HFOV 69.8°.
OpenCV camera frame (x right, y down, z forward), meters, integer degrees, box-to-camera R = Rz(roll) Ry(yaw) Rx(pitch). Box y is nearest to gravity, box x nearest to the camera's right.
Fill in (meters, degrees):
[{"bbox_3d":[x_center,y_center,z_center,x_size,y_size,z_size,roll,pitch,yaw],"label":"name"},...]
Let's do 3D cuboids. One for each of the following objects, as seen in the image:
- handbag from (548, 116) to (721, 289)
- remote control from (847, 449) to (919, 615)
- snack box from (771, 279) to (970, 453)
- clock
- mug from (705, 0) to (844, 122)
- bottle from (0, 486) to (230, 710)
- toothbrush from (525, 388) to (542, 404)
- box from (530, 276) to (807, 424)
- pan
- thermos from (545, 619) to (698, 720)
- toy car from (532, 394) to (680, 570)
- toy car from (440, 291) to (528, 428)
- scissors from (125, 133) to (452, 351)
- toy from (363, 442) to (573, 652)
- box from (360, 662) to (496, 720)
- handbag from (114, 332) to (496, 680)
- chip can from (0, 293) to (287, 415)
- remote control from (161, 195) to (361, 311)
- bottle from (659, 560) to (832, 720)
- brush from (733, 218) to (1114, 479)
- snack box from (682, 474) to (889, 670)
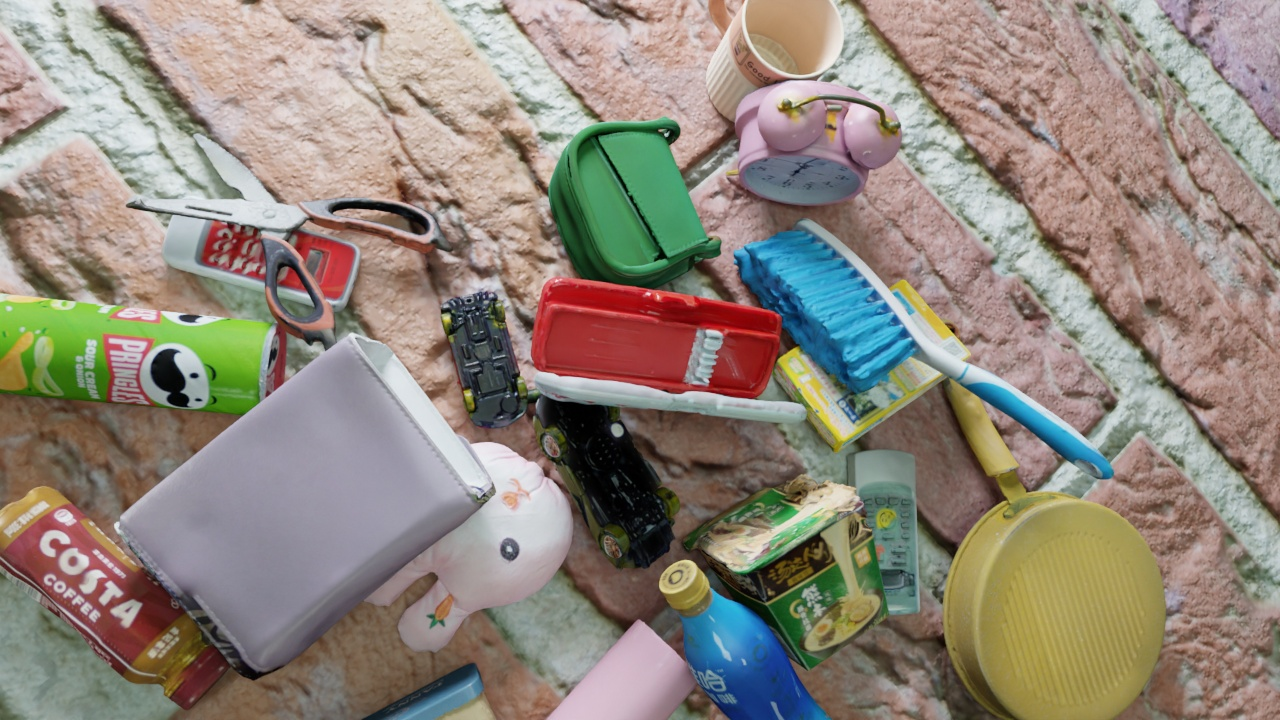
[{"bbox_3d":[-0.004,-0.122,0.732,0.120,0.068,0.131,-19,86,-22],"label":"handbag"},{"bbox_3d":[0.201,0.141,0.760,0.056,0.019,0.135,3,82,-12],"label":"remote control"},{"bbox_3d":[0.190,0.003,0.757,0.140,0.034,0.087,-31,70,-16],"label":"snack box"},{"bbox_3d":[0.136,-0.172,0.718,0.117,0.159,0.059,11,77,-10],"label":"clock"},{"bbox_3d":[0.096,-0.259,0.747,0.081,0.106,0.114,-38,91,-15],"label":"mug"},{"bbox_3d":[-0.354,0.162,0.615,0.175,0.057,0.057,43,76,-4],"label":"bottle"},{"bbox_3d":[-0.004,0.004,0.738,0.185,0.012,0.017,-15,80,-14],"label":"toothbrush"},{"bbox_3d":[0.026,0.001,0.679,0.201,0.101,0.095,7,103,-23],"label":"box"},{"bbox_3d":[0.319,0.134,0.775,0.197,0.078,0.357,-17,93,-17],"label":"pan"},{"bbox_3d":[-0.040,0.290,0.668,0.198,0.067,0.087,-47,122,-15],"label":"thermos"},{"bbox_3d":[-0.027,0.085,0.701,0.070,0.042,0.158,-29,89,-39],"label":"toy car"},{"bbox_3d":[-0.119,0.001,0.702,0.049,0.031,0.106,-16,83,-14],"label":"toy car"},{"bbox_3d":[-0.252,-0.098,0.674,0.188,0.015,0.222,-28,71,-33],"label":"scissors"},{"bbox_3d":[-0.128,0.138,0.674,0.121,0.054,0.159,45,83,-2],"label":"toy"},{"bbox_3d":[-0.172,0.273,0.626,0.184,0.090,0.061,-27,88,-17],"label":"box"},{"bbox_3d":[-0.216,0.097,0.619,0.197,0.098,0.145,-38,81,0],"label":"handbag"},{"bbox_3d":[-0.371,-0.005,0.627,0.236,0.072,0.072,6,81,-11],"label":"chip can"},{"bbox_3d":[-0.281,-0.079,0.684,0.136,0.020,0.055,16,80,-10],"label":"remote control"},{"bbox_3d":[0.079,0.227,0.659,0.065,0.065,0.219,-39,116,-15],"label":"bottle"},{"bbox_3d":[0.207,-0.004,0.707,0.109,0.061,0.314,-30,64,-18],"label":"brush"},{"bbox_3d":[0.118,0.164,0.698,0.117,0.118,0.105,-28,99,-15],"label":"snack box"}]
